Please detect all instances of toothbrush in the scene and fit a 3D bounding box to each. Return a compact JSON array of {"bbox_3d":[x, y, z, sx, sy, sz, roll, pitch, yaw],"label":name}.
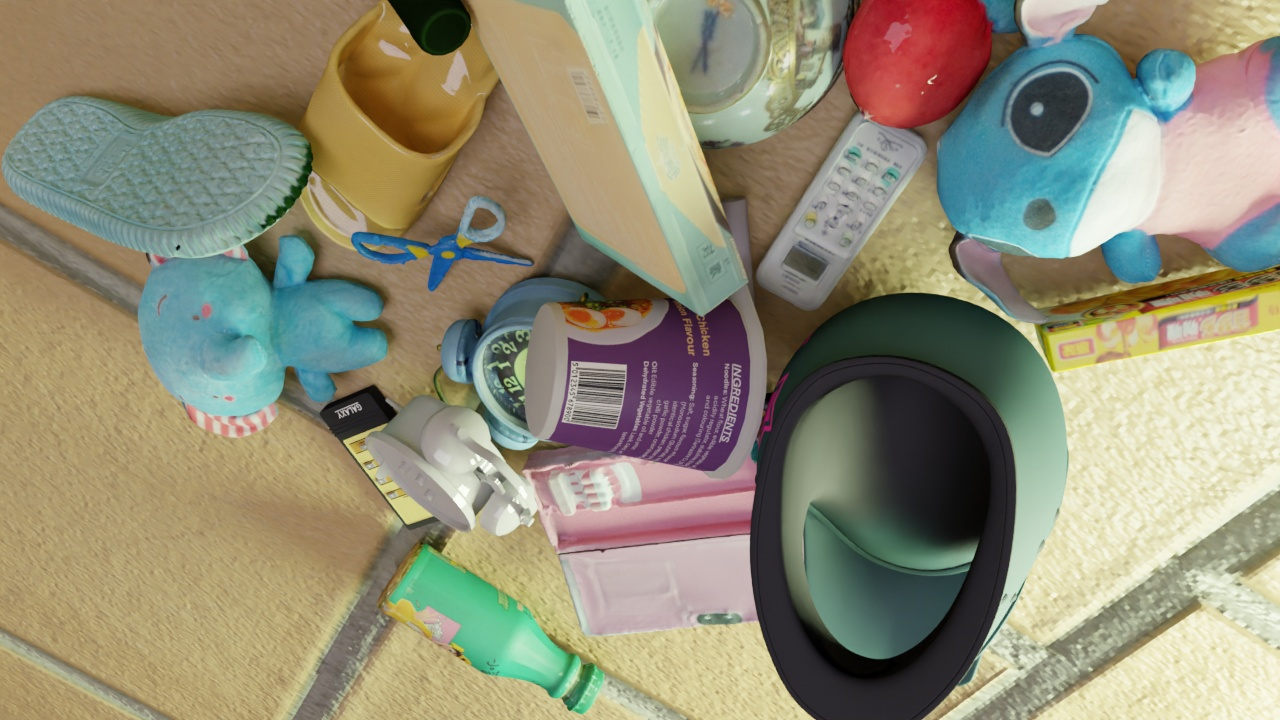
[{"bbox_3d":[0.071,-0.016,0.623,0.018,0.019,0.188,-6,109,4],"label":"toothbrush"}]

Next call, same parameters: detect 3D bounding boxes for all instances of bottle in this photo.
[{"bbox_3d":[-0.128,0.244,0.817,0.209,0.067,0.068,34,122,-7],"label":"bottle"},{"bbox_3d":[-0.136,-0.221,0.508,0.033,0.033,0.123,-48,66,31],"label":"bottle"}]

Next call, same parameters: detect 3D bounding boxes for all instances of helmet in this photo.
[{"bbox_3d":[0.163,0.094,0.573,0.177,0.199,0.275,11,101,24],"label":"helmet"}]

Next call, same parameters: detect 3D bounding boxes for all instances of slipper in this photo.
[{"bbox_3d":[-0.149,-0.167,0.573,0.099,0.078,0.264,40,119,-10],"label":"slipper"},{"bbox_3d":[-0.324,-0.120,0.621,0.276,0.115,0.069,16,156,26],"label":"slipper"}]

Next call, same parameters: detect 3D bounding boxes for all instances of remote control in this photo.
[{"bbox_3d":[-0.209,0.084,0.775,0.058,0.013,0.133,-21,113,24],"label":"remote control"},{"bbox_3d":[0.124,-0.093,0.581,0.050,0.022,0.134,28,123,-4],"label":"remote control"}]

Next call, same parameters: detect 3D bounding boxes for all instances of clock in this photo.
[{"bbox_3d":[-0.079,0.007,0.670,0.162,0.059,0.118,-21,115,28],"label":"clock"},{"bbox_3d":[-0.140,0.082,0.687,0.159,0.061,0.120,13,142,44],"label":"clock"}]

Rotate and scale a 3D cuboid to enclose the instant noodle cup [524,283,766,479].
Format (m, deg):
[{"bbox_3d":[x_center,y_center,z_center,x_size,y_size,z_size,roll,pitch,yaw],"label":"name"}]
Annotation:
[{"bbox_3d":[-0.003,0.003,0.572,0.121,0.122,0.137,5,91,-19],"label":"instant noodle cup"}]

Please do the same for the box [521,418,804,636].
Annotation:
[{"bbox_3d":[0.037,0.135,0.729,0.233,0.039,0.179,-9,113,18],"label":"box"}]

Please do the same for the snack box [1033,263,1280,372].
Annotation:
[{"bbox_3d":[0.316,-0.028,0.540,0.152,0.075,0.025,-13,100,20],"label":"snack box"}]

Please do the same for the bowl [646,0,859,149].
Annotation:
[{"bbox_3d":[0.039,-0.185,0.506,0.160,0.093,0.160,6,122,10],"label":"bowl"}]

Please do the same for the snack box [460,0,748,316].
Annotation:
[{"bbox_3d":[-0.023,-0.128,0.507,0.044,0.141,0.194,-38,130,-12],"label":"snack box"}]

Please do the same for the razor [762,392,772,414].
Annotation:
[{"bbox_3d":[0.067,0.034,0.666,0.144,0.044,0.021,-2,108,8],"label":"razor"}]

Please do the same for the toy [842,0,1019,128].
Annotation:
[{"bbox_3d":[0.164,-0.187,0.495,0.133,0.062,0.092,-47,134,13],"label":"toy"}]

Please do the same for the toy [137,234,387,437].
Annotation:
[{"bbox_3d":[-0.284,-0.017,0.683,0.180,0.114,0.184,1,114,1],"label":"toy"}]

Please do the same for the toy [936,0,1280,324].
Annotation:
[{"bbox_3d":[0.260,-0.119,0.488,0.191,0.098,0.224,0,132,7],"label":"toy"}]

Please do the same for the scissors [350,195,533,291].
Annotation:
[{"bbox_3d":[-0.133,-0.079,0.632,0.125,0.013,0.127,8,156,-23],"label":"scissors"}]
